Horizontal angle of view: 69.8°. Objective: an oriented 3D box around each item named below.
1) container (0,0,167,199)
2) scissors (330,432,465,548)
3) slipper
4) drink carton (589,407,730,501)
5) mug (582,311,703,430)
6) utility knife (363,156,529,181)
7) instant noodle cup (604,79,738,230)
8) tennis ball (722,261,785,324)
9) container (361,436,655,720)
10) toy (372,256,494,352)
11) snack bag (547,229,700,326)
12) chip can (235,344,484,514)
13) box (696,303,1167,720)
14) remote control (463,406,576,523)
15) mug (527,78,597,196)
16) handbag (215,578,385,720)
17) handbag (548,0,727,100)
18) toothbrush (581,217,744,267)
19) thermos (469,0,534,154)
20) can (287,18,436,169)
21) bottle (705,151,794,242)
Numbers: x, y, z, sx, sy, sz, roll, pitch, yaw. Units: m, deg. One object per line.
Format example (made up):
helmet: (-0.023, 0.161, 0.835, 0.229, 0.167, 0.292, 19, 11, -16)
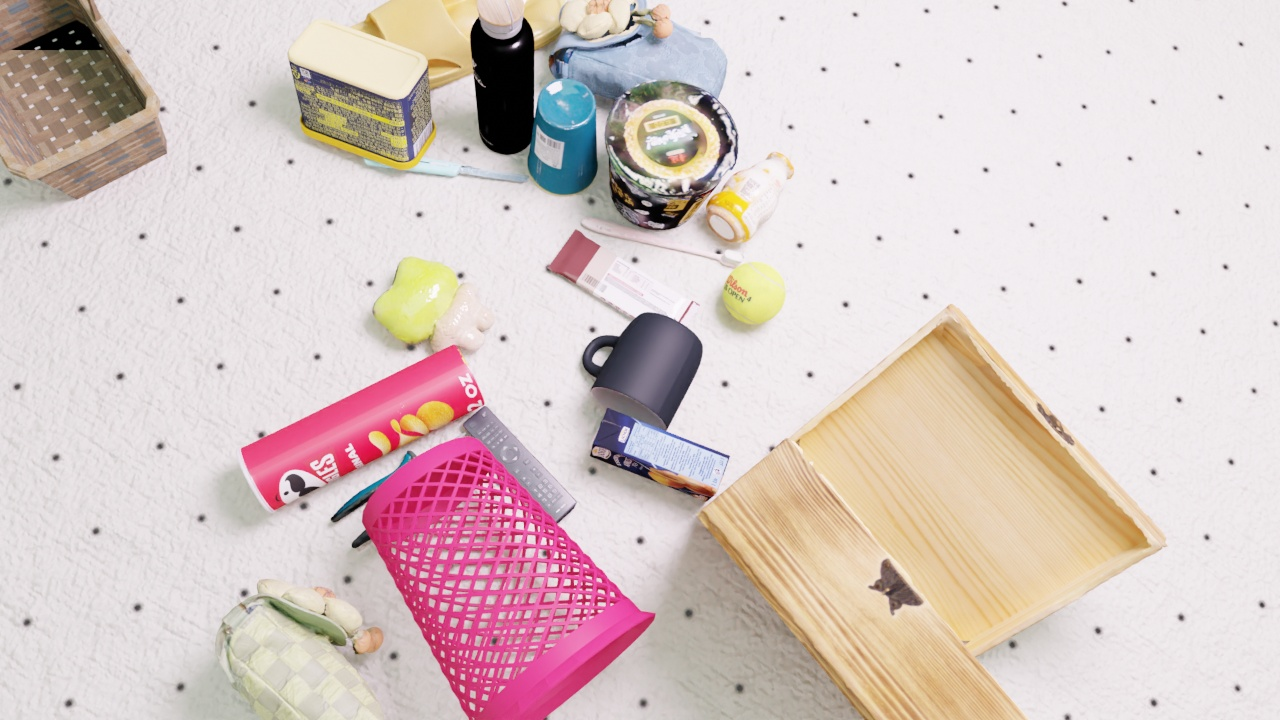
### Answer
container: (-0.590, -0.299, 0.889, 0.157, 0.187, 0.250, -34, 79, -15)
scissors: (-0.234, 0.118, 0.885, 0.140, 0.019, 0.128, 4, 71, -7)
slipper: (-0.206, -0.370, 1.013, 0.263, 0.078, 0.099, -20, 78, -13)
drink carton: (0.016, 0.093, 0.897, 0.130, 0.064, 0.040, 22, 71, 1)
mug: (-0.005, 0.005, 0.920, 0.122, 0.085, 0.094, 17, 68, 30)
utility knife: (-0.211, -0.208, 0.996, 0.179, 0.016, 0.022, 7, 61, -7)
instant noodle cup: (0.025, -0.206, 0.968, 0.137, 0.112, 0.137, 2, 72, -7)
tennis ball: (0.119, -0.071, 0.960, 0.065, 0.065, 0.065, 2, 72, -6)
container: (-0.128, 0.191, 0.802, 0.183, 0.183, 0.225, -36, 72, -16)
toy: (-0.206, -0.052, 0.929, 0.115, 0.046, 0.092, 27, 72, -5)
snack bag: (-0.017, -0.078, 0.974, 0.158, 0.013, 0.057, 31, 74, 4)
chip can: (-0.261, 0.062, 0.873, 0.220, 0.069, 0.069, -27, 77, -14)
box: (0.254, 0.145, 0.818, 0.315, 0.282, 0.279, -41, 81, -4)
remote control: (-0.119, 0.103, 0.904, 0.032, 0.015, 0.136, -42, 79, -16)
mug: (-0.080, -0.235, 0.960, 0.078, 0.121, 0.078, 2, 72, -6)
handbag: (-0.276, 0.267, 0.793, 0.186, 0.113, 0.116, 42, 59, 4)
handbag: (0.002, -0.338, 1.000, 0.192, 0.119, 0.121, 23, 54, 5)
toothbrush: (0.024, -0.130, 0.994, 0.181, 0.018, 0.015, 14, 71, -1)
thermos: (-0.136, -0.291, 0.913, 0.061, 0.232, 0.061, 2, 72, -6)
can: (-0.286, -0.275, 0.950, 0.135, 0.105, 0.075, 21, 59, 3)
bottle: (0.121, -0.179, 0.996, 0.063, 0.063, 0.108, 41, 72, 7)
